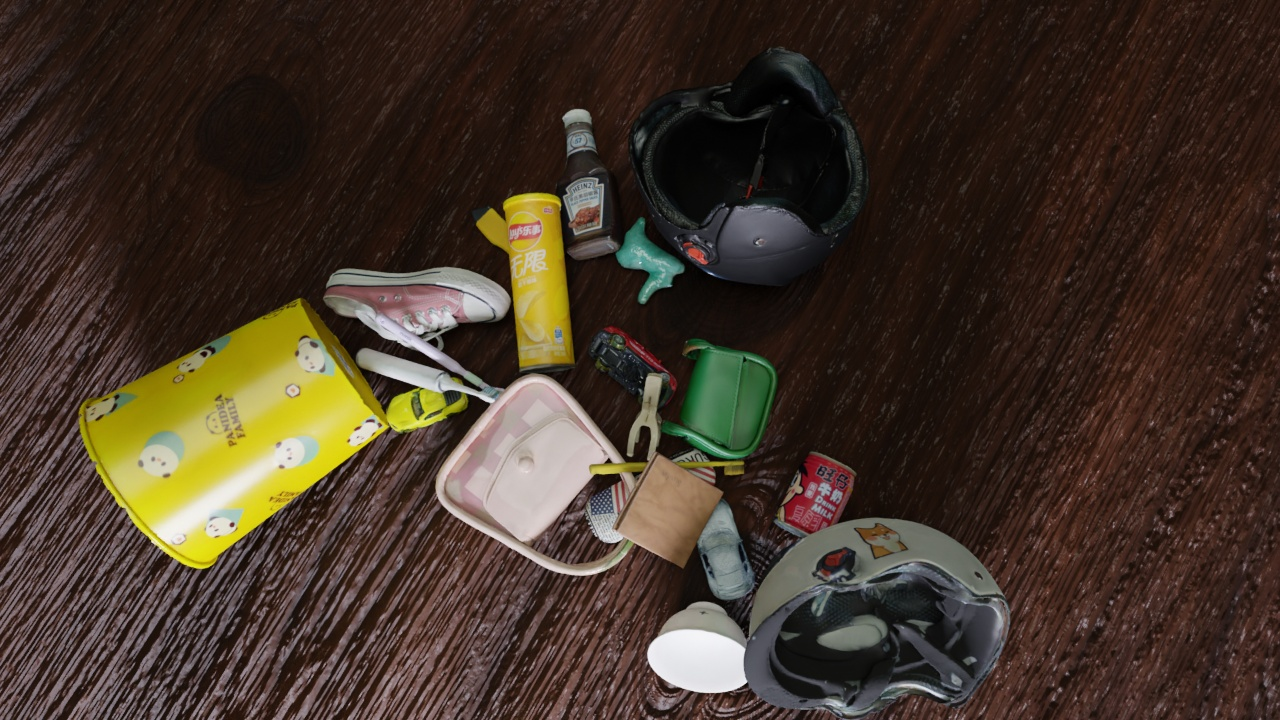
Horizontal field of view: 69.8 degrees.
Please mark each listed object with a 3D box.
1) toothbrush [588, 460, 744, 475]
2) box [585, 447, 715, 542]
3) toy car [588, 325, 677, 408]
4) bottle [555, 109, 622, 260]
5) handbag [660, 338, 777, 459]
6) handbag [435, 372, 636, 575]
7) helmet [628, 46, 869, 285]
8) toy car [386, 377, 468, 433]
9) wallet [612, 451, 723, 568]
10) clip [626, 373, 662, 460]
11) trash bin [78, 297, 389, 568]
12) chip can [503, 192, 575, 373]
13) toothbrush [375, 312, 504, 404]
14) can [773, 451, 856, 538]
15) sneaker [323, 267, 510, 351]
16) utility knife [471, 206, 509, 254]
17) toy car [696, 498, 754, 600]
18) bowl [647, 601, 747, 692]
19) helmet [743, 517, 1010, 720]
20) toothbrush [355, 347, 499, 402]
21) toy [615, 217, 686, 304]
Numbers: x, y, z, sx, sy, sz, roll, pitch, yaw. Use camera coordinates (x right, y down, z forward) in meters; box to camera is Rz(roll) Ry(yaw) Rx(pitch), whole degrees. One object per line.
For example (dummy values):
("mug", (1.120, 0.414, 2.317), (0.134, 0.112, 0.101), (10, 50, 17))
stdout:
("toothbrush", (0.033, 0.125, 1.052), (0.190, 0.016, 0.016), (1, 78, -20))
("box", (0.013, 0.160, 1.093), (0.164, 0.052, 0.069), (-25, 63, -2))
("toy car", (-0.007, 0.007, 1.116), (0.120, 0.045, 0.053), (42, 127, 8))
("bottle", (-0.070, -0.228, 1.174), (0.080, 0.044, 0.194), (-13, 73, 17))
("handbag", (0.094, 0.046, 1.082), (0.120, 0.068, 0.131), (20, 79, -5))
("handbag", (-0.102, 0.148, 1.067), (0.234, 0.093, 0.193), (39, 84, 15))
("helmet", (0.122, -0.204, 1.064), (0.275, 0.230, 0.233), (11, 64, 5))
("toy car", (-0.266, 0.054, 1.136), (0.105, 0.032, 0.048), (-20, 78, 1))
("wallet", (0.032, 0.170, 1.035), (0.115, 0.020, 0.101), (33, 81, -34))
("clip", (0.008, 0.074, 1.077), (0.035, 0.102, 0.095), (13, 43, 5))
("trash bin", (-0.450, 0.071, 1.056), (0.255, 0.230, 0.229), (-34, 78, -9))
("chip can", (-0.124, -0.093, 1.124), (0.072, 0.072, 0.213), (-6, 84, 3))
("toothbrush", (-0.237, 0.000, 1.099), (0.189, 0.021, 0.029), (37, 102, -25))
("can", (0.203, 0.160, 1.062), (0.066, 0.066, 0.093), (27, 81, 9))
("sneaker", (-0.280, -0.059, 1.125), (0.241, 0.118, 0.087), (4, 60, 11))
("utility knife", (-0.160, -0.143, 1.179), (0.033, 0.015, 0.156), (-45, 80, 0))
("toy car", (0.094, 0.219, 1.074), (0.054, 0.037, 0.120), (-19, 74, 1))
("bowl", (0.071, 0.313, 1.033), (0.118, 0.118, 0.064), (7, 39, 5))
("helmet", (0.240, 0.258, 0.983), (0.274, 0.230, 0.156), (-8, 35, 6))
("toothbrush", (-0.258, 0.020, 1.103), (0.221, 0.027, 0.026), (14, 56, 30))
("toy", (0.010, -0.121, 1.156), (0.092, 0.030, 0.096), (32, 88, 12))
